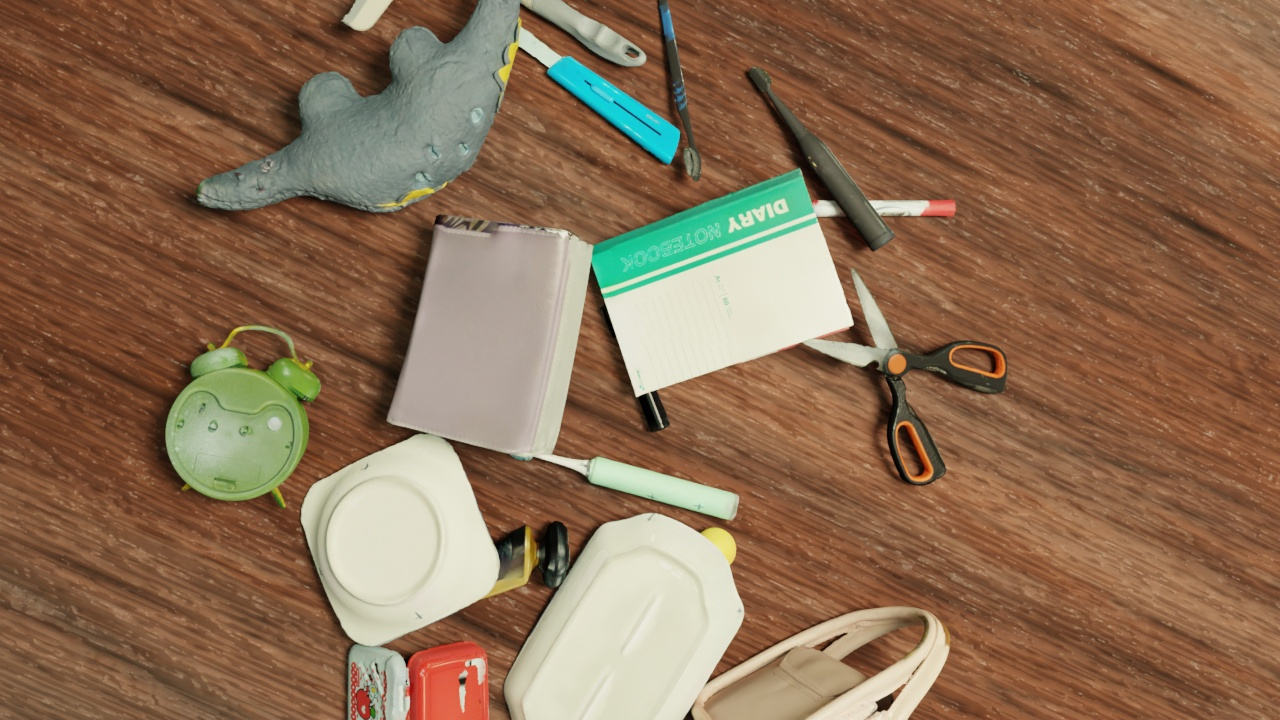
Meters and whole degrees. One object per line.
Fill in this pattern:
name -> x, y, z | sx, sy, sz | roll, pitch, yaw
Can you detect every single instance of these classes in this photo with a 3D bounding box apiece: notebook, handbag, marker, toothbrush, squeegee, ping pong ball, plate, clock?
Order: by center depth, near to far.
handbag -> 0.168, 0.292, 0.806 | 0.234, 0.193, 0.093 | -35, 94, -12
plate -> -0.222, 0.161, 0.821 | 0.164, 0.034, 0.163 | -26, 79, 4
handbag -> -0.133, -0.022, 0.823 | 0.145, 0.098, 0.197 | 12, 89, 11
clock -> -0.353, 0.048, 0.825 | 0.116, 0.056, 0.161 | 11, 89, -5
plate -> -0.020, 0.270, 0.837 | 0.162, 0.034, 0.266 | 33, 94, 7
notebook -> 0.070, -0.069, 0.839 | 0.209, 0.012, 0.150 | -19, 89, 11
squeegee -> -0.102, -0.344, 0.858 | 0.246, 0.039, 0.246 | 31, 85, -7
ping pong ball -> 0.070, 0.178, 0.865 | 0.040, 0.040, 0.040 | 0, 89, -5
toothbrush -> -0.015, 0.111, 0.866 | 0.224, 0.027, 0.026 | 16, 52, -5
toothbrush -> 0.035, -0.261, 0.870 | 0.014, 0.016, 0.189 | -15, 81, 36
marker -> -0.005, 0.005, 0.872 | 0.022, 0.020, 0.132 | -22, 91, 12
toothbrush -> 0.170, -0.196, 0.875 | 0.027, 0.026, 0.212 | -29, 82, -43
marker -> 0.234, -0.148, 0.894 | 0.145, 0.017, 0.017 | -1, 89, -5

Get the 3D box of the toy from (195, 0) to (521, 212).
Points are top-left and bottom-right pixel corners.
toy -> -0.219, -0.210, 0.813 | 0.356, 0.091, 0.138 | -33, 112, 2

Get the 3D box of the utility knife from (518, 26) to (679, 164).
utility knife -> -0.050, -0.260, 0.872 | 0.209, 0.018, 0.034 | 35, 87, -2

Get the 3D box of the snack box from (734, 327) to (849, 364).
snack box -> 0.122, -0.072, 0.870 | 0.113, 0.044, 0.127 | -18, 91, -5

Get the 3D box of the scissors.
scissors -> 0.256, 0.014, 0.875 | 0.230, 0.022, 0.221 | -11, 99, -15

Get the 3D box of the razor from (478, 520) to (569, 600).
razor -> -0.141, 0.200, 0.847 | 0.167, 0.062, 0.068 | -20, 116, 1

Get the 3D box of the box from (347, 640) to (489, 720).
box -> -0.207, 0.359, 0.843 | 0.112, 0.100, 0.201 | 0, 88, -39
